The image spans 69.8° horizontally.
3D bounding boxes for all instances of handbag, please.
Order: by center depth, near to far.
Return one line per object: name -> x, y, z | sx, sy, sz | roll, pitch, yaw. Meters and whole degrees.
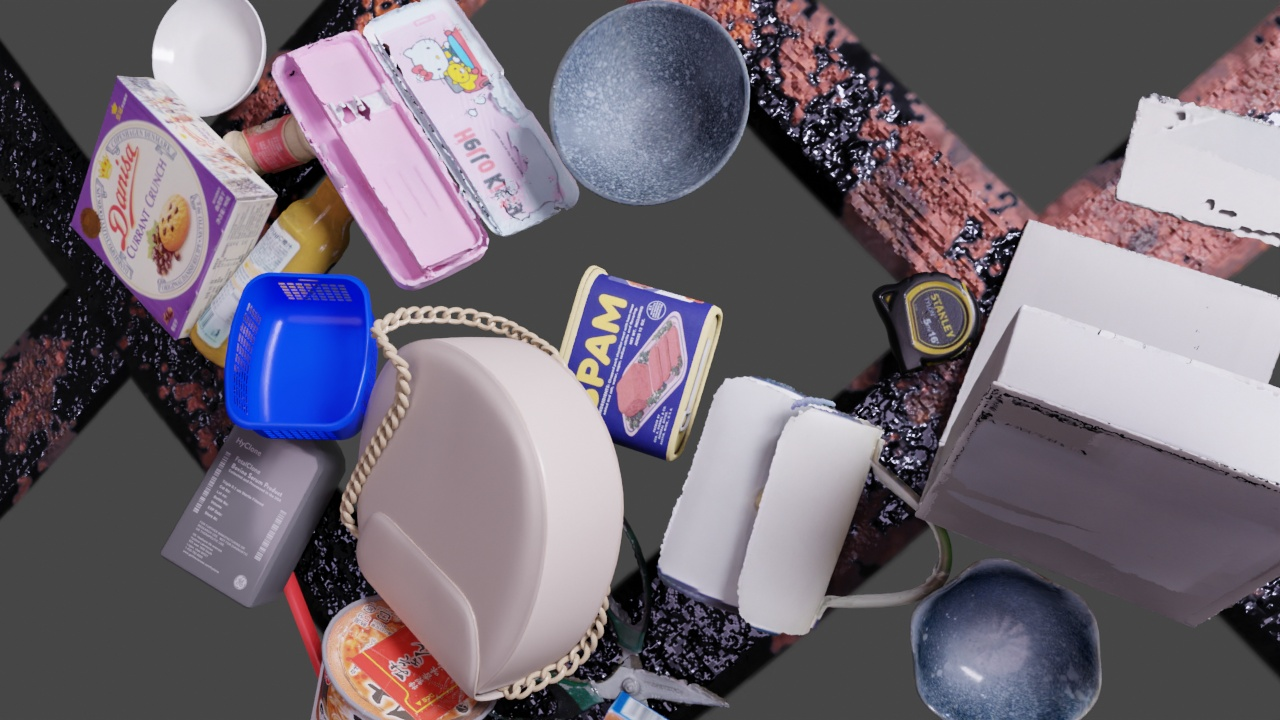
handbag -> 0.113, 0.102, 0.588 | 0.176, 0.074, 0.151 | 21, 93, 13
handbag -> -0.111, 0.091, 0.590 | 0.211, 0.103, 0.209 | 30, 113, 41

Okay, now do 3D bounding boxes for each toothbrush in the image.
toothbrush -> -0.263, 0.211, 0.713 | 0.018, 0.012, 0.212 | -26, 82, 12

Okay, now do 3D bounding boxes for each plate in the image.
plate -> -0.342, -0.245, 0.740 | 0.104, 0.026, 0.104 | 0, 89, 14

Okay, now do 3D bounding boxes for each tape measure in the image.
tape measure -> 0.187, -0.026, 0.592 | 0.061, 0.034, 0.061 | -18, 79, 17

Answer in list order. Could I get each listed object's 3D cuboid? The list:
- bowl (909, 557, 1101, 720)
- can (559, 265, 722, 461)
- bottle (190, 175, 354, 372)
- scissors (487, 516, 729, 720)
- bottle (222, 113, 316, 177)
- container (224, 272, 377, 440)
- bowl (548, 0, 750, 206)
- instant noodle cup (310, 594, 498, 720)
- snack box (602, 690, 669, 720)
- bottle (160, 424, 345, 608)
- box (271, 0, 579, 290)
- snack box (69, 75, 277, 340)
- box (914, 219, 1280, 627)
bowl -> 0.221, 0.176, 0.567 | 0.110, 0.055, 0.110 | -1, 88, 15
can -> -0.004, 0.004, 0.630 | 0.092, 0.056, 0.116 | 17, 93, 13
bottle -> -0.267, -0.076, 0.701 | 0.053, 0.053, 0.186 | 43, 98, 12
scissors -> -0.033, 0.192, 0.654 | 0.202, 0.015, 0.202 | 5, 88, 14
bottle -> -0.269, -0.171, 0.711 | 0.109, 0.044, 0.044 | -13, 85, 14
container -> -0.237, 0.001, 0.654 | 0.096, 0.058, 0.114 | 2, 71, -5
bowl -> 0.010, -0.169, 0.630 | 0.137, 0.057, 0.137 | 0, 88, 15
instant noodle cup -> -0.176, 0.251, 0.637 | 0.123, 0.123, 0.122 | 31, 111, 13
snack box -> -0.013, 0.314, 0.627 | 0.087, 0.034, 0.151 | 29, 101, 11
bottle -> -0.277, 0.089, 0.695 | 0.084, 0.046, 0.174 | 28, 87, 9
box -> -0.156, -0.162, 0.667 | 0.152, 0.038, 0.201 | -29, 81, -21
snack box -> -0.366, -0.117, 0.713 | 0.148, 0.040, 0.144 | 43, 118, 12
box -> 0.313, -0.013, 0.604 | 0.167, 0.420, 0.174 | 22, 127, 14
